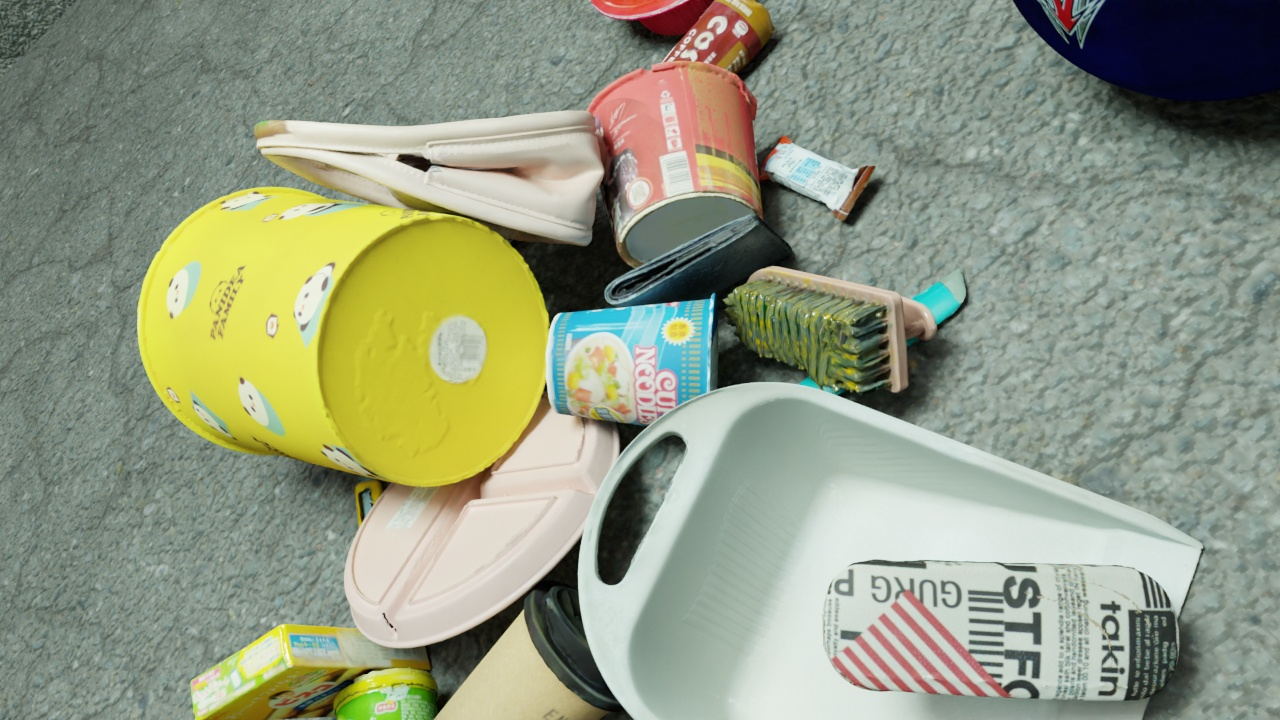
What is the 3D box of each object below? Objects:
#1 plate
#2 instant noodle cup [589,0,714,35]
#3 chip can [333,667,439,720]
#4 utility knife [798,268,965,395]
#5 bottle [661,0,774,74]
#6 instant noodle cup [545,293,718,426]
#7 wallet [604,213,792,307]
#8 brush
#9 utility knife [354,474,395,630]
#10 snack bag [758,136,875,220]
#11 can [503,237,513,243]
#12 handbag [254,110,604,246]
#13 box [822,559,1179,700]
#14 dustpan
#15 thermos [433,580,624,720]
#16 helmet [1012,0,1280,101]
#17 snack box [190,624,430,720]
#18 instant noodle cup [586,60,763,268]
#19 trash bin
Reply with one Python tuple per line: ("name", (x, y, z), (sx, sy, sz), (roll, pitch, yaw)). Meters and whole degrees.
("plate", (-0.119, 0.100, 0.655), (0.230, 0.028, 0.229), (-27, 29, 16))
("instant noodle cup", (0.046, -0.378, 0.863), (0.194, 0.066, 0.193), (-18, 54, 26))
("chip can", (-0.153, 0.314, 0.578), (0.073, 0.072, 0.221), (-31, 50, 16))
("utility knife", (0.126, 0.013, 0.608), (0.218, 0.013, 0.029), (-36, 47, 8))
("bottle", (0.038, -0.236, 0.787), (0.175, 0.057, 0.057), (-49, 48, 0))
("instant noodle cup", (-0.004, 0.004, 0.622), (0.110, 0.099, 0.099), (0, 61, 8))
("wallet", (0.044, -0.063, 0.657), (0.121, 0.097, 0.019), (-26, 76, 18))
("brush", (0.117, -0.027, 0.597), (0.073, 0.063, 0.146), (-23, 25, -25))
("utility knife", (-0.222, 0.154, 0.759), (0.033, 0.015, 0.171), (-32, 50, 11))
("snack bag", (0.127, -0.139, 0.689), (0.104, 0.026, 0.048), (32, 90, 41))
("can", (-0.105, -0.159, 0.842), (0.133, 0.053, 0.053), (-43, 48, 5))
("handbag", (-0.157, -0.141, 0.673), (0.193, 0.234, 0.093), (-161, 76, -68))
("box", (0.168, 0.126, 0.433), (0.164, 0.051, 0.068), (-2, 94, 4))
("dustpan", (0.104, 0.127, 0.470), (0.258, 0.142, 0.222), (16, 73, 41))
("thermos", (-0.068, 0.209, 0.577), (0.143, 0.093, 0.093), (-46, 47, 12))
("helmet", (0.342, -0.290, 0.482), (0.316, 0.240, 0.247), (-53, 46, 11))
("snack box", (-0.224, 0.218, 0.638), (0.087, 0.140, 0.033), (-32, 59, 14))
("instant noodle cup", (0.027, -0.136, 0.690), (0.138, 0.138, 0.108), (-21, 62, 23))
("trash bin", (-0.218, -0.019, 0.696), (0.256, 0.229, 0.229), (8, 68, 45))
